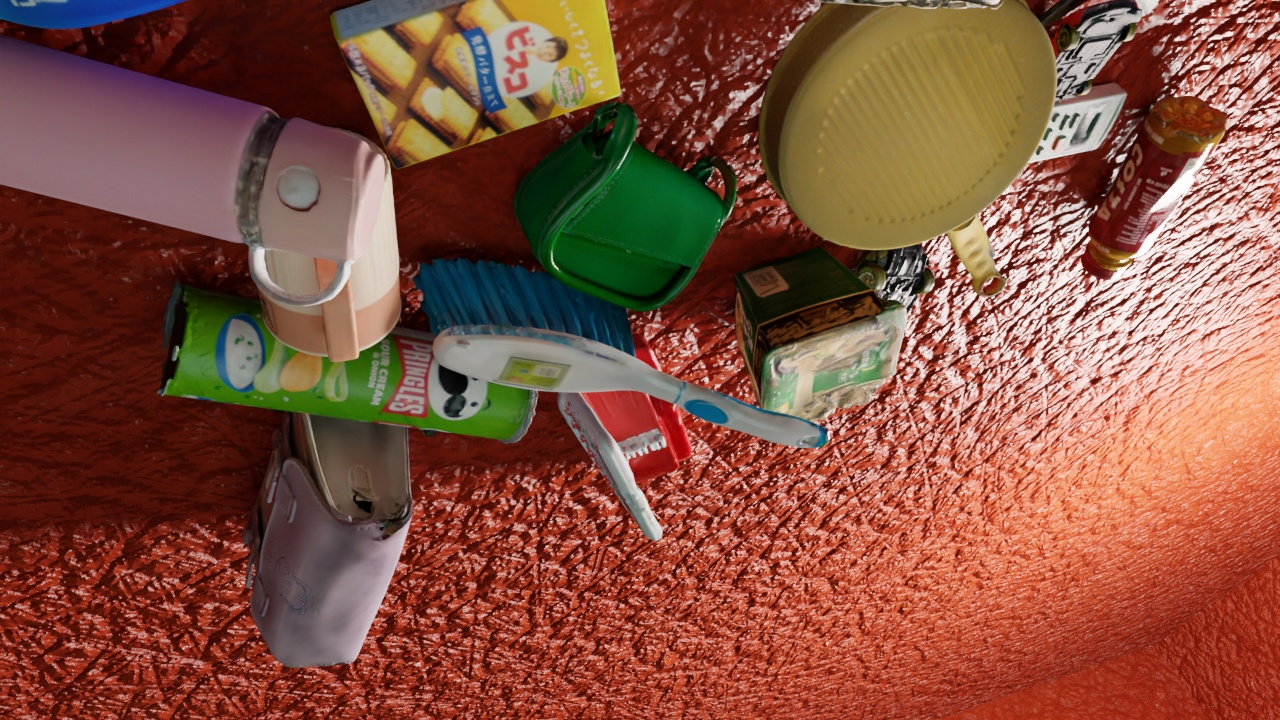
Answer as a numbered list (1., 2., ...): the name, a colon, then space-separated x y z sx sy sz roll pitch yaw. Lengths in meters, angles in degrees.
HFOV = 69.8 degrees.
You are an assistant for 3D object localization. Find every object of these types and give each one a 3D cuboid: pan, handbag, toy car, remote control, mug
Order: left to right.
1. handbag: -0.234 0.119 0.683 0.098 0.145 0.198 0 137 -34
2. mug: -0.177 -0.057 0.517 0.081 0.114 0.106 -8 139 -18
3. handbag: -0.009 -0.100 0.605 0.131 0.068 0.120 20 118 -43
4. toy car: 0.198 -0.040 0.810 0.070 0.042 0.158 -1 132 -31
5. pan: 0.221 -0.133 0.679 0.198 0.078 0.357 -33 132 17
6. remote control: 0.310 -0.180 0.716 0.135 0.019 0.056 -13 143 -15
7. toy car: 0.303 -0.215 0.639 0.049 0.031 0.106 -11 164 -5

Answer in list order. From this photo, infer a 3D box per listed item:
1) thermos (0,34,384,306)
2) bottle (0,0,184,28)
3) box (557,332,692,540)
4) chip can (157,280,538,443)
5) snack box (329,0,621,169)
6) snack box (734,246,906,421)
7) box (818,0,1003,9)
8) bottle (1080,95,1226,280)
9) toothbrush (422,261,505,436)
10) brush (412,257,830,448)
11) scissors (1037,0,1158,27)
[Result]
1. thermos: -0.225 -0.087 0.423 0.198 0.067 0.087 15 98 -11
2. bottle: -0.215 -0.178 0.382 0.218 0.065 0.065 -18 144 -9
3. box: -0.002 0.078 0.799 0.095 0.101 0.201 -23 145 0
4. chip can: -0.188 0.006 0.612 0.235 0.072 0.072 12 132 -32
5. snack box: -0.085 -0.166 0.501 0.140 0.033 0.087 -21 145 -7
6. snack box: 0.130 -0.025 0.740 0.118 0.105 0.118 -19 142 -9
7. box: 0.119 -0.234 0.479 0.184 0.089 0.062 -8 146 -27
8. bottle: 0.440 -0.144 0.803 0.057 0.057 0.175 -14 143 -13
9. toothbrush: -0.135 -0.002 0.693 0.012 0.017 0.186 4 135 -31
10. brush: -0.004 0.004 0.652 0.314 0.109 0.061 9 131 -30
11. scissors: 0.306 -0.250 0.539 0.189 0.015 0.222 -15 170 35
